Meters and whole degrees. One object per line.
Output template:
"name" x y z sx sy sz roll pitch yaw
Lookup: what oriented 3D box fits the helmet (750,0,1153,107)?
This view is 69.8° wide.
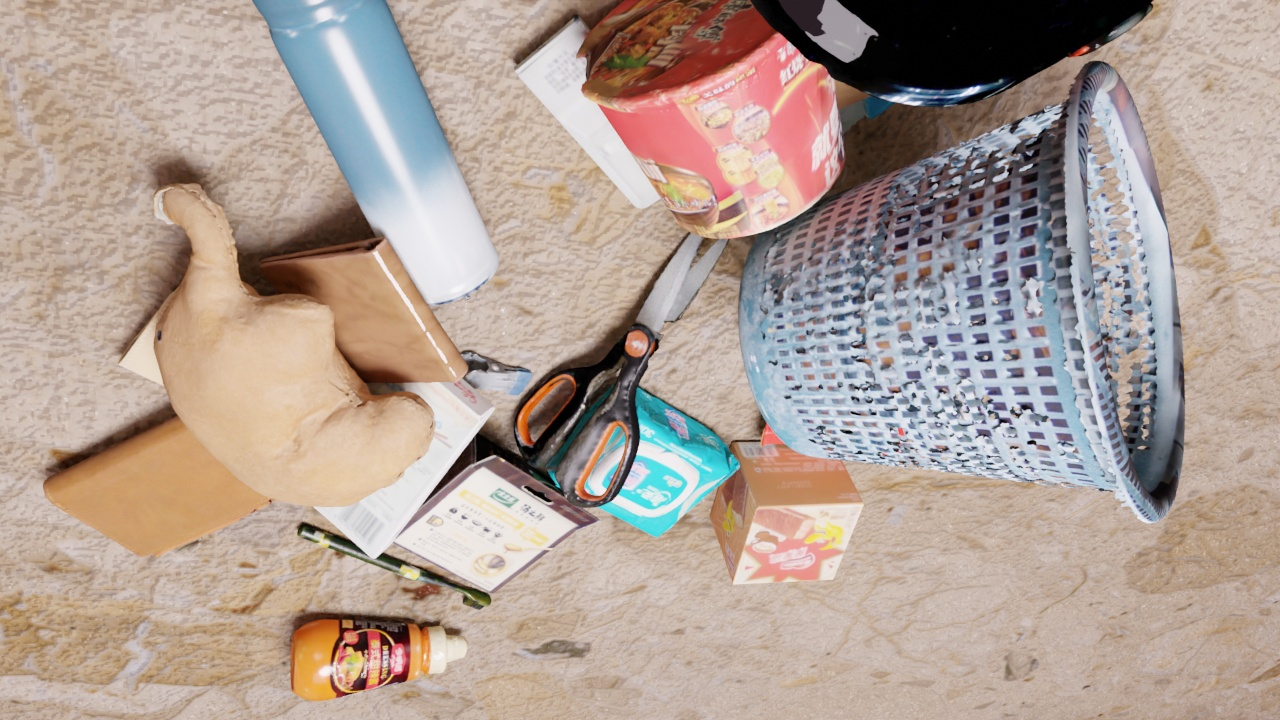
"helmet" 0.142 -0.240 0.370 0.233 0.273 0.231 40 148 -16

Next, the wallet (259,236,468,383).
"wallet" -0.174 -0.027 0.575 0.115 0.020 0.101 -4 129 33

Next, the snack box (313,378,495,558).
"snack box" -0.179 0.063 0.655 0.084 0.026 0.157 41 114 2

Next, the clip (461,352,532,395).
"clip" -0.105 0.012 0.665 0.056 0.026 0.024 18 123 -37

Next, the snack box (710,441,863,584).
"snack box" 0.120 0.127 0.769 0.092 0.077 0.095 0 127 -14

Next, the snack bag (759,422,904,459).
"snack bag" 0.171 -0.001 0.695 0.128 0.073 0.208 2 132 -12

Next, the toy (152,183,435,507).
"toy" -0.233 0.004 0.563 0.144 0.082 0.226 -29 118 16

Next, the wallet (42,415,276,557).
"wallet" -0.336 0.092 0.662 0.132 0.031 0.108 -24 133 12

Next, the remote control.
"remote control" -0.018 -0.146 0.558 0.049 0.024 0.125 -36 126 14

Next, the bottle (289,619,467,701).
"bottle" -0.226 0.257 0.803 0.149 0.066 0.067 2 127 -24

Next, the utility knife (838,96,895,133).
"utility knife" 0.174 -0.187 0.576 0.203 0.018 0.034 -36 127 17

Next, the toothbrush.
"toothbrush" -0.204 0.177 0.773 0.185 0.012 0.017 32 125 -32

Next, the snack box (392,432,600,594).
"snack box" -0.117 0.119 0.722 0.126 0.053 0.113 -40 125 17

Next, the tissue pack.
"tissue pack" 0.003 0.081 0.723 0.133 0.050 0.093 31 114 -32

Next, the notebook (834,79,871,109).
"notebook" 0.162 -0.238 0.525 0.208 0.008 0.148 -22 123 7

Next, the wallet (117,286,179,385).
"wallet" -0.271 0.000 0.614 0.115 0.024 0.087 34 112 -31

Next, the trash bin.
"trash bin" 0.171 -0.026 0.510 0.196 0.226 0.226 -7 139 38

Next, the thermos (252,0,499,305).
"thermos" -0.145 -0.134 0.512 0.070 0.070 0.221 -18 129 0

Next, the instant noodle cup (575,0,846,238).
"instant noodle cup" 0.049 -0.143 0.506 0.138 0.137 0.108 -26 131 7

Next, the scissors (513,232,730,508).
"scissors" -0.020 -0.008 0.653 0.021 0.161 0.234 3 100 -61
